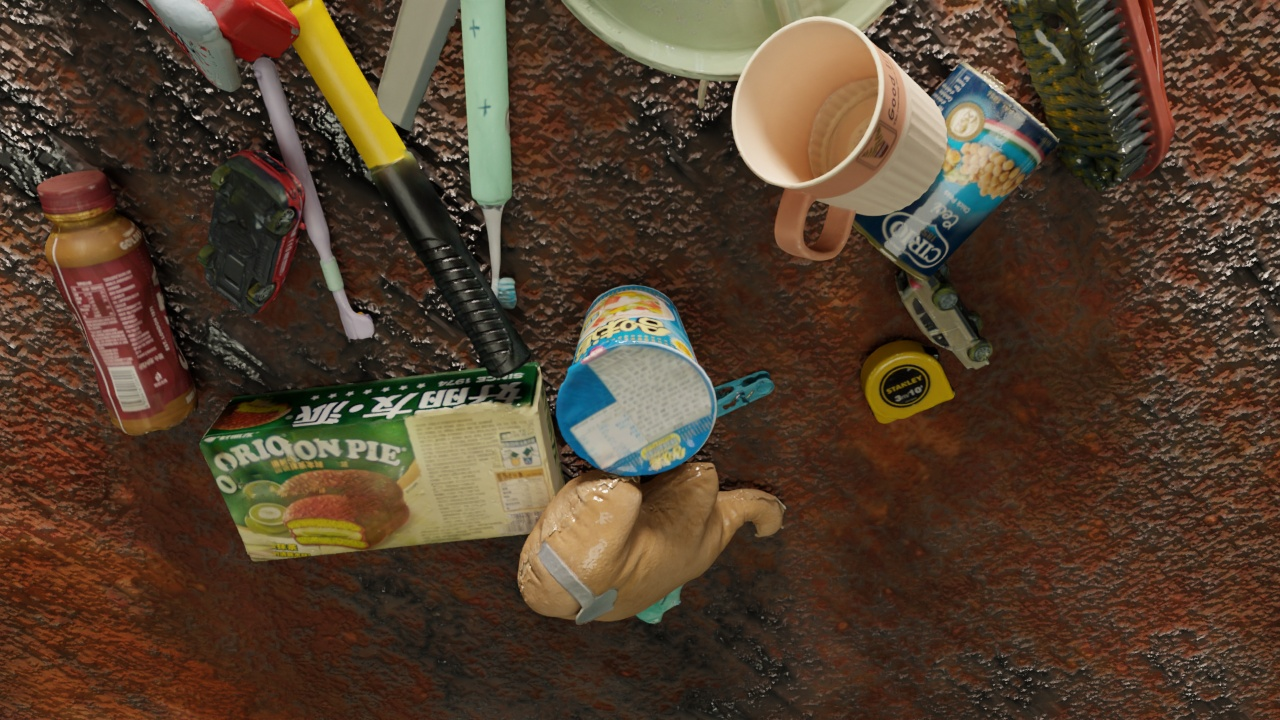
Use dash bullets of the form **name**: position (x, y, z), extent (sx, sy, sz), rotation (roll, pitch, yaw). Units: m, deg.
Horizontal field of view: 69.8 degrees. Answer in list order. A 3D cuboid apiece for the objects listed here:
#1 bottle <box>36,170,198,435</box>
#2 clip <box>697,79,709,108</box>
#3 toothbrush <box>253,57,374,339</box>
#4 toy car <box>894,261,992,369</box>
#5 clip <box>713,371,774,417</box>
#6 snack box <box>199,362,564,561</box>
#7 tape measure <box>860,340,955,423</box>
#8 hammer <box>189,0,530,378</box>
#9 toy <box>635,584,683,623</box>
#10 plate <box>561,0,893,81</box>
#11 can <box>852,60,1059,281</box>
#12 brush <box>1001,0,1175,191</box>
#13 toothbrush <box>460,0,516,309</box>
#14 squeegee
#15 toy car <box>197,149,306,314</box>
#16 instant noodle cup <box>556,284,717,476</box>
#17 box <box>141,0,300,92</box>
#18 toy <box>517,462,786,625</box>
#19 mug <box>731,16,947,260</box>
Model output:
- **bottle**: position (-0.348, -0.036, 0.610), extent (0.057, 0.057, 0.175), rotation (-2, 120, 1)
- **clip**: position (0.062, -0.196, 0.530), extent (0.064, 0.034, 0.098), rotation (-5, 123, 2)
- **toothbrush**: position (-0.211, -0.100, 0.595), extent (0.029, 0.021, 0.189), rotation (9, 124, 32)
- **toy car**: position (0.207, -0.031, 0.622), extent (0.035, 0.042, 0.090), rotation (-31, 115, 27)
- **clip**: position (0.070, 0.025, 0.665), extent (0.056, 0.041, 0.014), rotation (-23, 120, 9)
- **snack box**: position (-0.181, 0.076, 0.672), extent (0.240, 0.063, 0.115), rotation (-7, 120, 4)
- **tape measure**: position (0.186, 0.012, 0.654), extent (0.060, 0.028, 0.057), rotation (-26, 118, 14)
- **hammer**: position (-0.152, -0.119, 0.555), extent (0.129, 0.032, 0.301), rotation (-25, 112, 8)
- **toy**: position (0.000, 0.182, 0.755), extent (0.096, 0.030, 0.092), rotation (-40, 118, 13)
- **plate**: position (0.047, -0.256, 0.452), extent (0.230, 0.027, 0.231), rotation (-3, 124, -4)
- **can**: position (0.184, -0.114, 0.554), extent (0.075, 0.075, 0.111), rotation (32, 115, -17)
- **brush**: position (0.272, -0.170, 0.533), extent (0.069, 0.063, 0.146), rotation (-40, 117, -12)
- **toothbrush**: position (-0.094, -0.131, 0.572), extent (0.027, 0.026, 0.225), rotation (0, 120, -4)
- **squeegee**: position (-0.175, -0.278, 0.437), extent (0.246, 0.039, 0.247), rotation (36, 123, 2)
- **toy car**: position (-0.241, -0.081, 0.576), extent (0.053, 0.045, 0.121), rotation (37, 135, -1)
- **instant noodle cup**: position (-0.004, 0.004, 0.603), extent (0.099, 0.109, 0.099), rotation (0, 120, -1)
- **box**: position (-0.265, -0.226, 0.450), extent (0.068, 0.090, 0.201), rotation (-38, 95, 6)
- **toy**: position (0.010, 0.132, 0.673), extent (0.225, 0.082, 0.144), rotation (4, 134, -46)
- **mug**: position (0.107, -0.110, 0.496), extent (0.082, 0.105, 0.114), rotation (19, 99, 35)
